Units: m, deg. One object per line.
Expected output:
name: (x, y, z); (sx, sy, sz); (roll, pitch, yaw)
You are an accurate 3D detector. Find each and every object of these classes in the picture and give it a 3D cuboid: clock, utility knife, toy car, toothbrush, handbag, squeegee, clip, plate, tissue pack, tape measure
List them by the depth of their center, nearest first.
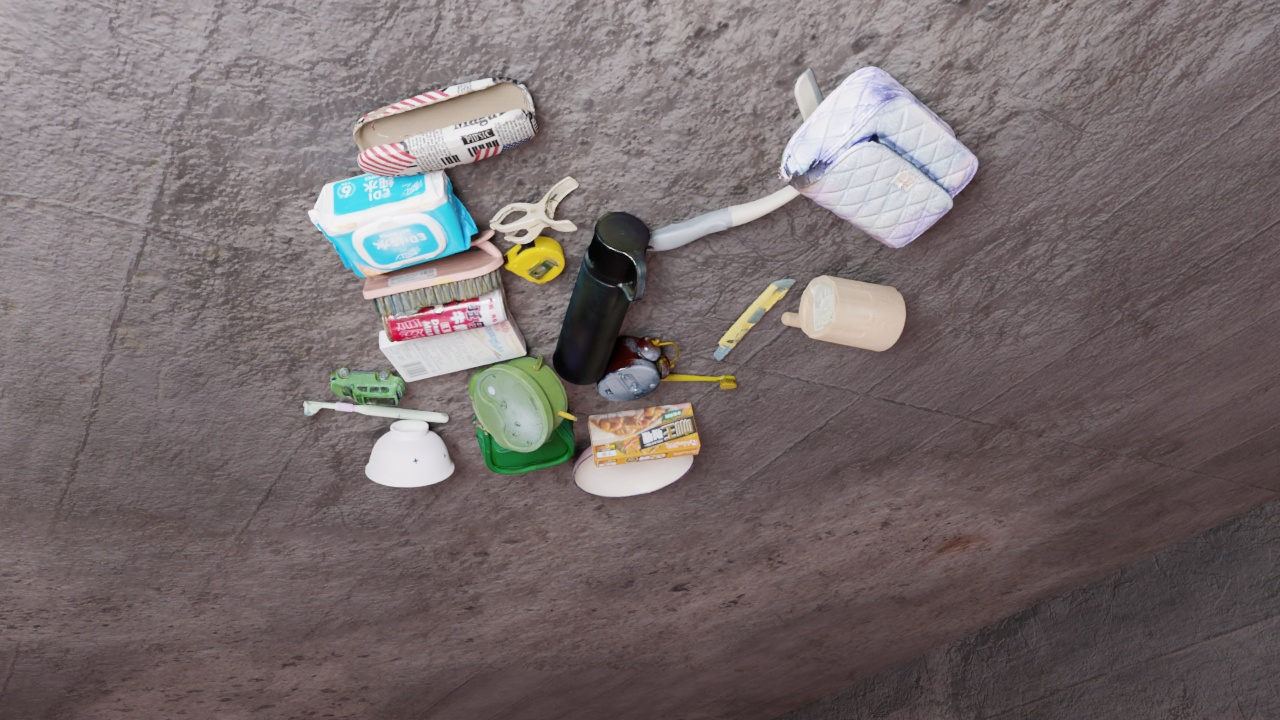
tissue pack: (-0.237, -0.134, 0.889); (0.140, 0.063, 0.090); (-14, 148, 3)
handbag: (0.243, -0.195, 0.918); (0.193, 0.075, 0.134); (18, 128, -42)
clip: (-0.106, -0.144, 0.935); (0.097, 0.060, 0.034); (-15, 149, 26)
squeegee: (0.104, -0.162, 0.977); (0.247, 0.039, 0.246); (-22, 146, 16)
tape measure: (-0.112, -0.108, 1.002); (0.057, 0.028, 0.060); (-33, 142, 28)
toy car: (-0.339, 0.034, 1.135); (0.091, 0.036, 0.043); (6, 148, 0)
clock: (-0.159, 0.056, 1.158); (0.162, 0.116, 0.056); (-20, -169, 41)
utility knife: (0.140, -0.052, 1.185); (0.031, 0.019, 0.178); (13, 145, -24)
clock: (-0.007, 0.007, 1.188); (0.122, 0.055, 0.082); (-19, 146, 11)
toothbrush: (-0.346, 0.070, 1.213); (0.189, 0.029, 0.020); (7, 103, -29)
handbag: (-0.160, 0.099, 1.270); (0.131, 0.068, 0.120); (-14, 147, 3)
toothbrush: (0.047, 0.027, 1.271); (0.190, 0.016, 0.016); (3, 144, -21)
plate: (-0.012, 0.154, 1.428); (0.192, 0.039, 0.193); (-8, 147, -5)

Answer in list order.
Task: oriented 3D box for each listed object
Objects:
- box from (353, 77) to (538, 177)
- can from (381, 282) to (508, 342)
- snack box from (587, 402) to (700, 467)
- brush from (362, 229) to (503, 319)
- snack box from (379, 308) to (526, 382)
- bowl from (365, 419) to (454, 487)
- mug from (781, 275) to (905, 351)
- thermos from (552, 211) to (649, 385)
box: (-0.169, -0.191, 0.812); (0.163, 0.077, 0.075); (-15, 153, 1)
can: (-0.217, -0.057, 1.024); (0.133, 0.053, 0.053); (-10, 148, -2)
snack box: (0.004, 0.107, 1.327); (0.153, 0.075, 0.026); (-7, 148, -8)
brush: (-0.217, -0.095, 0.963); (0.145, 0.063, 0.073); (-12, 117, -2)
snack box: (-0.224, -0.021, 1.103); (0.157, 0.026, 0.085); (-14, 147, 3)
bowl: (-0.312, 0.118, 1.242); (0.118, 0.118, 0.065); (-1, 107, -17)
mug: (0.254, -0.057, 1.162); (0.103, 0.084, 0.125); (8, 169, -26)
thermos: (-0.044, -0.056, 1.046); (0.068, 0.090, 0.243); (-12, 151, -24)
